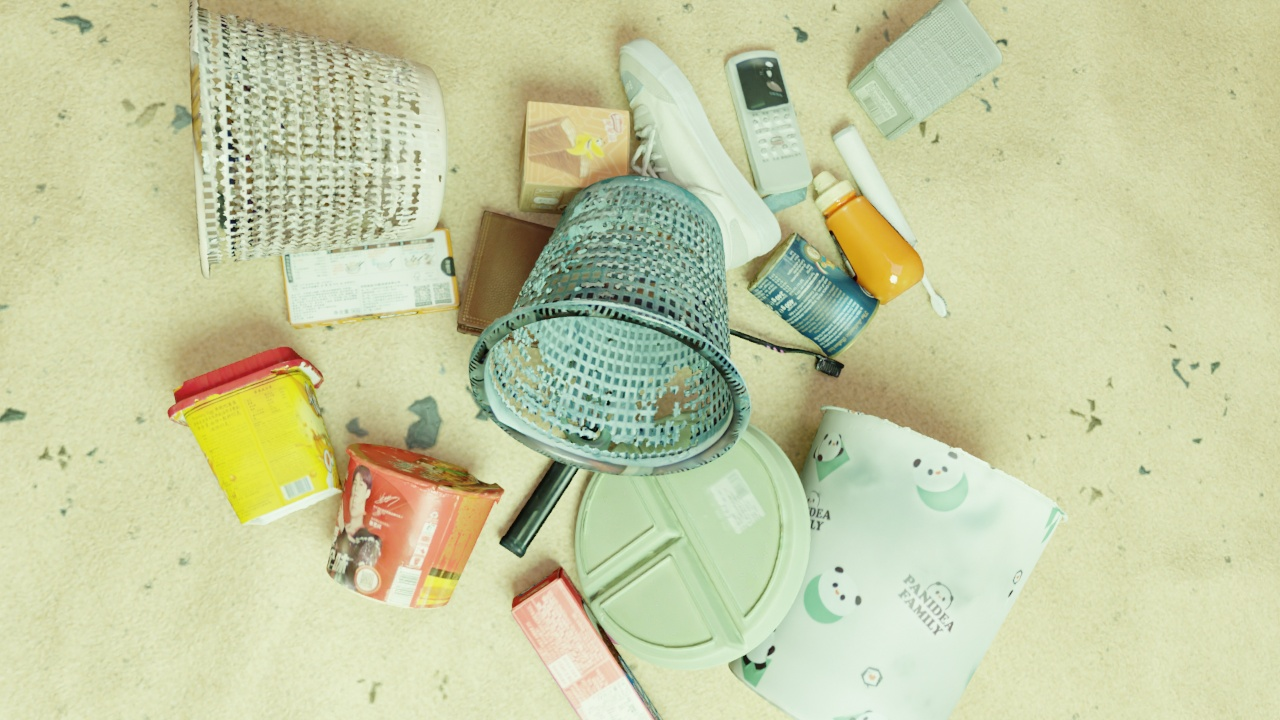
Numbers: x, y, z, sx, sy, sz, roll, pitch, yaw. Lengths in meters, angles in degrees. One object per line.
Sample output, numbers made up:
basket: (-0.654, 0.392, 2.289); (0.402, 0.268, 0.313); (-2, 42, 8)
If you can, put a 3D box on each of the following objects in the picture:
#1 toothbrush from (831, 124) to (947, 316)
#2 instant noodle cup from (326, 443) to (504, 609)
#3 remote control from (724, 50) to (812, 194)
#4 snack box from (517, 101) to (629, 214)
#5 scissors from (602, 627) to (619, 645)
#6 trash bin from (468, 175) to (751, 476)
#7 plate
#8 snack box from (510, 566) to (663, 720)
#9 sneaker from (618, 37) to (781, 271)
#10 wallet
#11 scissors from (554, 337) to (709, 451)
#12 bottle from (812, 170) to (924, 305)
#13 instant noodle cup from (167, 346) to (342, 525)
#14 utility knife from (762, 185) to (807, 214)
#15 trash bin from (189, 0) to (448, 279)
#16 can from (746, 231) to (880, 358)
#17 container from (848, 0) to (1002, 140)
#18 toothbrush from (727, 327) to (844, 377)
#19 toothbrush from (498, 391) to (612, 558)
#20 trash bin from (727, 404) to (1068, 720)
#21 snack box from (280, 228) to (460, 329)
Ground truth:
toothbrush: (0.264, -0.143, 0.956); (0.026, 0.027, 0.221); (-29, 89, -51)
instant noodle cup: (-0.201, 0.142, 0.786); (0.138, 0.138, 0.108); (19, 89, -8)
remote control: (0.131, -0.245, 0.941); (0.058, 0.021, 0.150); (-13, 84, -13)
snack box: (-0.065, -0.187, 0.864); (0.094, 0.093, 0.077); (3, 83, -10)
scissors: (0.010, 0.216, 0.875); (0.133, 0.017, 0.136); (43, 79, 1)
trash bin: (-0.011, -0.041, 0.784); (0.226, 0.227, 0.194); (18, 52, -9)
plate: (0.036, 0.152, 0.808); (0.231, 0.027, 0.230); (-10, 69, 27)
snack box: (-0.039, 0.291, 0.831); (0.058, 0.057, 0.207); (-33, 91, -4)
sneaker: (0.032, -0.190, 0.884); (0.090, 0.089, 0.242); (-32, 88, -9)
wallet: (-0.112, -0.075, 0.870); (0.101, 0.032, 0.124); (13, 73, -10)
scissors: (-0.008, 0.009, 0.878); (0.170, 0.019, 0.174); (5, 71, -4)
bottle: (0.224, -0.130, 0.933); (0.066, 0.067, 0.149); (-32, 83, -13)
instant noodle cup: (-0.314, 0.068, 0.774); (0.116, 0.116, 0.123); (-23, 85, -13)
utility knife: (0.074, -0.136, 0.925); (0.230, 0.015, 0.033); (-24, 90, -13)
trash bin: (-0.273, -0.182, 0.777); (0.191, 0.228, 0.227); (-2, 84, -24)
can: (0.169, -0.065, 0.904); (0.111, 0.075, 0.075); (38, 78, -4)
container: (0.288, -0.297, 0.947); (0.114, 0.090, 0.090); (-39, 91, -10)
toothbrush: (0.121, -0.015, 0.908); (0.189, 0.014, 0.018); (17, 90, -19)
toothbrush: (-0.063, 0.091, 0.869); (0.027, 0.026, 0.212); (38, 74, -12)
trash bin: (0.214, 0.201, 0.819); (0.229, 0.230, 0.251); (27, 86, -7)
snack box: (-0.249, -0.076, 0.851); (0.153, 0.026, 0.075); (-8, 85, -12)
